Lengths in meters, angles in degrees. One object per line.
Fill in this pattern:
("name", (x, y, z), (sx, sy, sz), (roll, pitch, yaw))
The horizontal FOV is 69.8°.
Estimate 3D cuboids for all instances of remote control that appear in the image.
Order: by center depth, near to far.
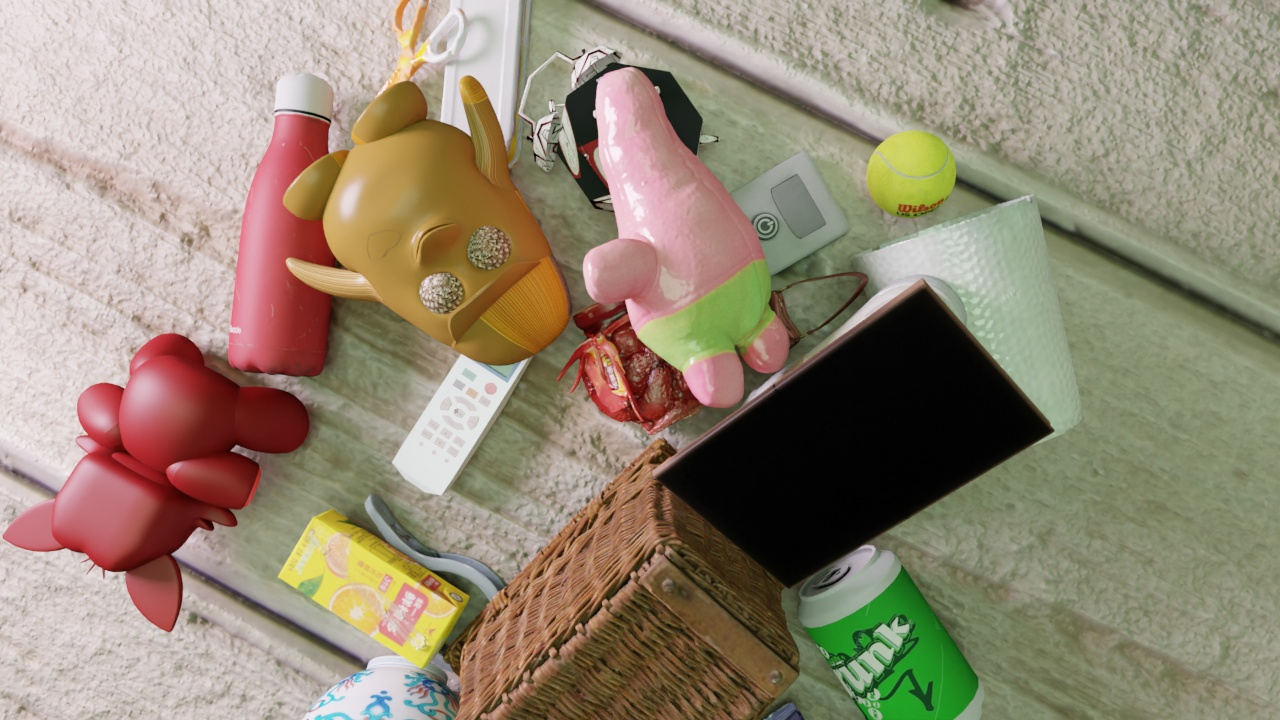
("remote control", (0.084, -0.098, 0.730), (0.151, 0.019, 0.074), (-30, 88, 4))
("remote control", (-0.143, 0.040, 0.745), (0.049, 0.024, 0.143), (32, 88, 8))

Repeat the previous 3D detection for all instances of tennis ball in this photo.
("tennis ball", (0.205, -0.141, 0.697), (0.065, 0.065, 0.065), (0, 90, 4))

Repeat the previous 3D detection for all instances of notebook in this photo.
("notebook", (0.132, 0.057, 0.584), (0.210, 0.008, 0.141), (-38, 114, 24))

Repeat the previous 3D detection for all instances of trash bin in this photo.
("trash bin", (0.243, -0.022, 0.668), (0.133, 0.133, 0.161), (-19, 94, 4))

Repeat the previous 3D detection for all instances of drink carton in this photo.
("drink carton", (-0.206, 0.177, 0.716), (0.134, 0.043, 0.058), (32, 93, 3))

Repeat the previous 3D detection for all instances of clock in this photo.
("clock", (-0.024, -0.182, 0.715), (0.154, 0.065, 0.114), (33, 93, 3))

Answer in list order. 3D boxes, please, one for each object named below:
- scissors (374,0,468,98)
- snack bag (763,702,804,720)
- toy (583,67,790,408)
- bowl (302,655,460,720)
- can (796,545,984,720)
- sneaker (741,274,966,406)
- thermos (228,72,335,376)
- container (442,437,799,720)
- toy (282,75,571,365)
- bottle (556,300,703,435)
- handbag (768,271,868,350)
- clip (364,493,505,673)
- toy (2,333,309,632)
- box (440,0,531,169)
("scissors", (-0.180, -0.234, 0.737), (0.097, 0.012, 0.133), (21, 97, 28))
("snack bag", (0.122, 0.379, 0.712), (0.096, 0.058, 0.205), (-25, 86, 1))
("toy", (0.023, -0.086, 0.631), (0.097, 0.191, 0.237), (-20, 96, 34))
("bowl", (-0.190, 0.278, 0.716), (0.144, 0.144, 0.074), (3, 51, 4))
("can", (0.187, 0.217, 0.690), (0.088, 0.087, 0.140), (-34, 88, 4))
("sneaker", (0.121, 0.039, 0.642), (0.089, 0.090, 0.243), (46, 129, 9))
("thermos", (-0.279, -0.108, 0.732), (0.073, 0.073, 0.240), (6, 90, 4))
("container", (-0.013, 0.209, 0.644), (0.162, 0.183, 0.250), (44, 93, -7))
("toy", (-0.140, -0.082, 0.676), (0.199, 0.162, 0.203), (-43, 95, 6))
("bottle", (-0.004, 0.004, 0.700), (0.099, 0.099, 0.111), (-24, 92, 4))
("handbag", (0.121, -0.039, 0.687), (0.120, 0.029, 0.055), (-27, 86, 47))
("clip", (-0.162, 0.166, 0.748), (0.167, 0.028, 0.127), (42, 92, 2))
("toy", (-0.376, 0.086, 0.719), (0.158, 0.120, 0.197), (28, 83, 1))
("box", (-0.123, -0.258, 0.740), (0.064, 0.033, 0.209), (4, 90, 7))
